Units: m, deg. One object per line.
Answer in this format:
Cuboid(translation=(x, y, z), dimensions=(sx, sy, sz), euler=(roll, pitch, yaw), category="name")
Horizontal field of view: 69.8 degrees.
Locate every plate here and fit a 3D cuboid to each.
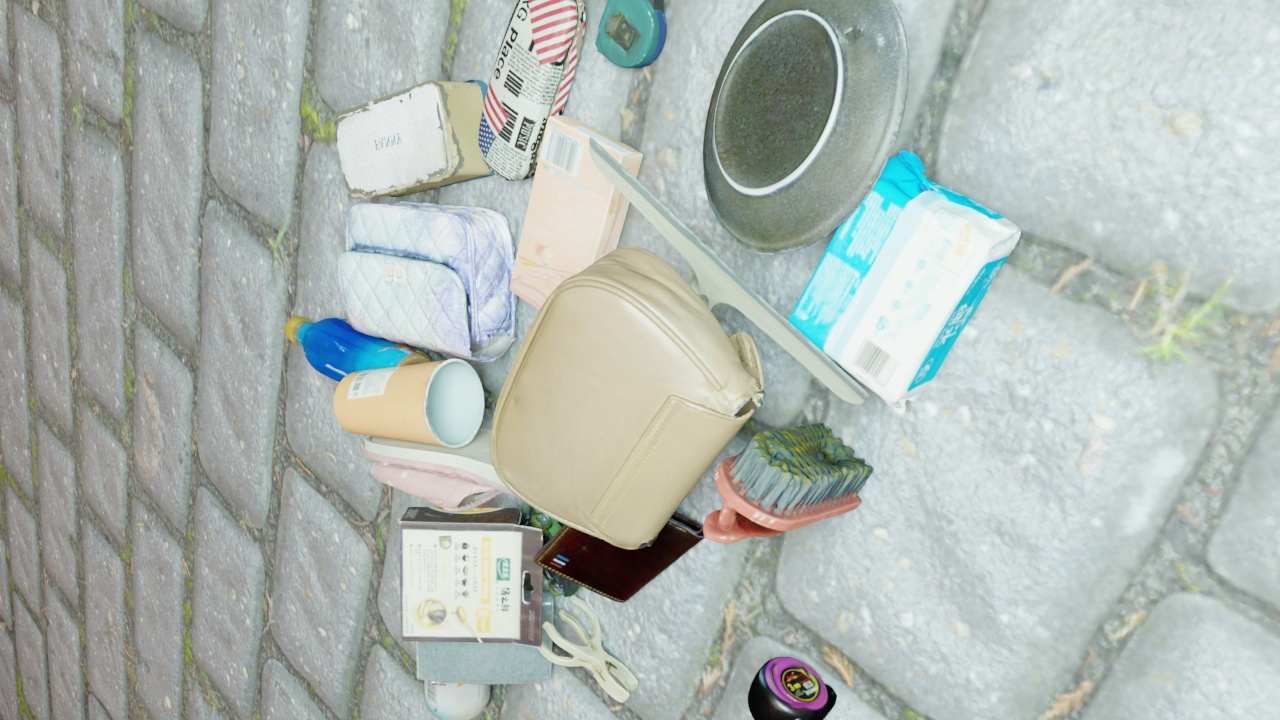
Cuboid(translation=(0.089, -0.156, 0.571), dimensions=(0.180, 0.024, 0.179), euler=(-16, 71, 53), category="plate")

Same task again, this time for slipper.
Cuboid(translation=(-0.143, 0.102, 0.826), dimensions=(0.275, 0.114, 0.054), euler=(6, 101, 34), category="slipper")

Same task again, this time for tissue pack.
Cuboid(translation=(0.156, -0.045, 0.555), dimensions=(0.090, 0.063, 0.140), euler=(40, 124, 27), category="tissue pack")

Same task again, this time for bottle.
Cuboid(translation=(-0.304, -0.007, 0.964), dimensions=(0.219, 0.065, 0.065), euler=(20, 114, 36), category="bottle")
Cuboid(translation=(-0.185, 0.273, 0.931), dimensions=(0.068, 0.067, 0.190), euler=(18, 112, 37), category="bottle")

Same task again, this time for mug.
Cuboid(translation=(-0.213, 0.038, 0.829), dimensions=(0.123, 0.078, 0.078), euler=(-1, 100, 28), category="mug")

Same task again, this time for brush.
Cuboid(translation=(0.091, 0.084, 0.589), dimensions=(0.063, 0.145, 0.069), euler=(43, 112, 25), category="brush")

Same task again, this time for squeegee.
Cuboid(translation=(0.013, 0.008, 0.668), dimensions=(0.246, 0.039, 0.247), euler=(44, 132, 14), category="squeegee")

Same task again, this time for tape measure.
Cuboid(translation=(-0.008, -0.243, 0.672), dimensions=(0.054, 0.025, 0.058), euler=(44, 126, 26), category="tape measure")
Cuboid(translation=(0.109, 0.251, 0.677), dimensions=(0.058, 0.056, 0.039), euler=(33, 122, 21), category="tape measure")

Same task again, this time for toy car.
Cuboid(translation=(-0.078, 0.170, 0.832), dimensions=(0.091, 0.036, 0.043), euler=(53, 128, 23), category="toy car")

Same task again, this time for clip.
Cuboid(translation=(-0.056, 0.264, 0.819), dimensions=(0.035, 0.092, 0.103), euler=(-54, 55, 36), category="clip")

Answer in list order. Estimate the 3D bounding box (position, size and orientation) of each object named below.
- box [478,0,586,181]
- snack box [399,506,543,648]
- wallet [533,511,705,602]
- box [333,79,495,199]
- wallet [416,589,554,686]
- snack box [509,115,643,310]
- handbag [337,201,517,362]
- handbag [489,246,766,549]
Cuboid(translation=(-0.085, -0.224, 0.740), dimensions=(0.071, 0.057, 0.165), euler=(56, 131, 38), category="box")
Cuboid(translation=(-0.148, 0.191, 0.813), dimensions=(0.125, 0.053, 0.113), euler=(2, 102, -3), category="snack box")
Cuboid(translation=(-0.019, 0.151, 0.754), dimensions=(0.096, 0.020, 0.123), euler=(28, 129, -18), category="wallet")
Cuboid(translation=(-0.203, -0.199, 0.834), dimensions=(0.185, 0.059, 0.090), euler=(1, 102, 39), category="box")
Cuboid(translation=(-0.148, 0.264, 0.878), dimensions=(0.129, 0.037, 0.107), euler=(3, 109, -4), category="wallet")
Cuboid(translation=(-0.056, -0.110, 0.748), dimensions=(0.084, 0.026, 0.157), euler=(34, 122, 30), category="snack box")
Cuboid(translation=(-0.203, -0.077, 0.852), dimensions=(0.194, 0.075, 0.134), euler=(11, 108, 40), category="handbag")
Cuboid(translation=(-0.012, 0.028, 0.608), dimensions=(0.148, 0.099, 0.205), euler=(39, 132, 8), category="handbag")
